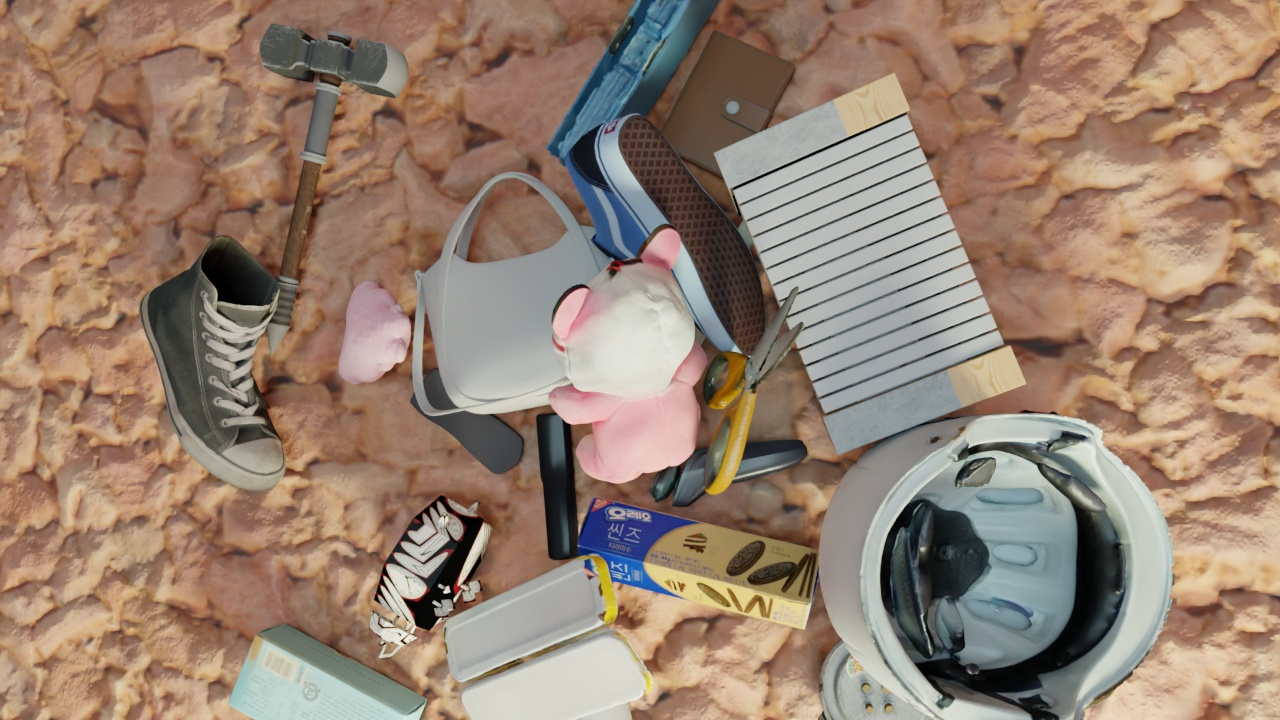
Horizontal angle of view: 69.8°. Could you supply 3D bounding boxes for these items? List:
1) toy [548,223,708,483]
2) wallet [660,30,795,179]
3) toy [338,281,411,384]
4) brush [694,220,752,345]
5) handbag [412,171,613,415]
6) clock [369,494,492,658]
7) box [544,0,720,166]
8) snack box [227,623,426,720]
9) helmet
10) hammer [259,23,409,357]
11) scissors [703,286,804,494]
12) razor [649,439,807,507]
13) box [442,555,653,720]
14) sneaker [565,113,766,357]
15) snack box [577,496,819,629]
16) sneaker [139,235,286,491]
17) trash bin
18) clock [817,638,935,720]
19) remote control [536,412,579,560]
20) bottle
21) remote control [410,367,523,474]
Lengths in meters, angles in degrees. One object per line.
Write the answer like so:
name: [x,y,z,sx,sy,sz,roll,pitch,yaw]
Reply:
toy: [-0.004,0.004,0.747,0.141,0.213,0.084,-28,41,-23]
wallet: [0.078,-0.234,0.845,0.087,0.013,0.121,28,93,11]
toy: [-0.251,-0.026,0.875,0.093,0.050,0.102,4,86,37]
brush: [0.085,-0.094,0.839,0.033,0.012,0.218,28,95,10]
handbag: [-0.121,-0.067,0.838,0.216,0.095,0.222,-12,80,6]
clock: [-0.186,0.203,0.824,0.065,0.114,0.155,28,95,11]
box: [-0.001,-0.267,0.822,0.048,0.093,0.231,33,94,7]
snack box: [-0.297,0.324,0.871,0.175,0.053,0.075,23,91,12]
helmet: [0.259,0.155,0.712,0.263,0.164,0.236,2,89,-17]
hammer: [-0.332,-0.164,0.910,0.156,0.043,0.322,13,92,11]
scissors: [0.083,0.028,0.720,0.016,0.226,0.161,8,72,-11]
razor: [0.078,0.096,0.817,0.143,0.047,0.052,-12,83,6]
box: [-0.090,0.259,0.807,0.210,0.038,0.129,-31,77,31]
sneaker: [0.020,-0.100,0.800,0.098,0.083,0.241,-10,126,46]
snack box: [0.049,0.176,0.799,0.207,0.056,0.057,11,52,11]
sneaker: [-0.384,0.004,0.871,0.120,0.095,0.234,-33,73,30]
trash bin: [0.177,-0.071,0.745,0.142,0.142,0.247,-22,87,9]
clock: [0.194,0.286,0.777,0.104,0.056,0.148,42,93,10]
remote control: [-0.078,0.117,0.857,0.032,0.015,0.136,-5,86,10]
bottle: [-0.044,0.280,0.824,0.052,0.052,0.195,-14,85,10]
remote control: [-0.164,0.060,0.880,0.124,0.009,0.046,38,95,10]
